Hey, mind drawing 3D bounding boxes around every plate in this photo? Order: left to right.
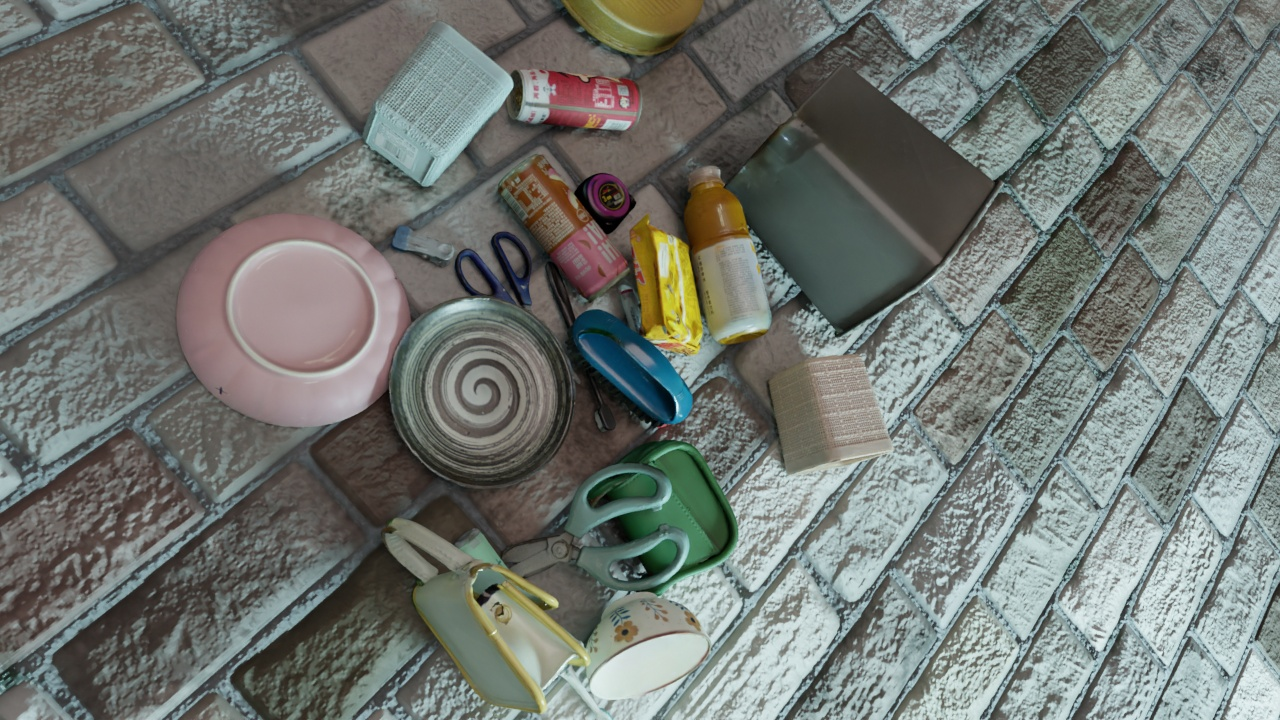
[{"bbox_3d":[-0.288,-0.040,0.782,0.192,0.039,0.192,8,73,-25],"label":"plate"},{"bbox_3d":[-0.143,0.029,0.842,0.179,0.024,0.179,6,76,-28],"label":"plate"}]

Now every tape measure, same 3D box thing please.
[{"bbox_3d":[-0.041,-0.162,0.944,0.058,0.039,0.057,43,61,-16],"label":"tape measure"}]

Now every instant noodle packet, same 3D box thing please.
[{"bbox_3d":[0.025,-0.074,0.928,0.110,0.044,0.128,20,61,-67],"label":"instant noodle packet"}]

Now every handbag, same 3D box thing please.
[{"bbox_3d":[-0.132,0.189,0.727,0.063,0.164,0.179,-40,95,-32],"label":"handbag"},{"bbox_3d":[0.020,0.147,0.878,0.120,0.068,0.131,-28,91,-22],"label":"handbag"}]

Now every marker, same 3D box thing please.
[{"bbox_3d":[0.005,-0.003,0.935,0.017,0.017,0.145,-12,82,-29],"label":"marker"}]

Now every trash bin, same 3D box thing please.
[{"bbox_3d":[0.230,-0.178,1.009,0.220,0.199,0.198,43,59,-2],"label":"trash bin"}]

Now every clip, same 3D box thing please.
[{"bbox_3d":[-0.203,-0.106,0.857,0.057,0.032,0.025,22,65,-16],"label":"clip"}]

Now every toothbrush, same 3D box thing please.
[{"bbox_3d":[-0.089,0.243,0.812,0.026,0.027,0.224,-36,94,4],"label":"toothbrush"},{"bbox_3d":[-0.062,-0.015,0.906,0.015,0.018,0.181,-15,81,-33],"label":"toothbrush"}]

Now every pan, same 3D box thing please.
[{"bbox_3d":[-0.080,-0.487,1.012,0.357,0.078,0.197,41,59,-19],"label":"pan"}]

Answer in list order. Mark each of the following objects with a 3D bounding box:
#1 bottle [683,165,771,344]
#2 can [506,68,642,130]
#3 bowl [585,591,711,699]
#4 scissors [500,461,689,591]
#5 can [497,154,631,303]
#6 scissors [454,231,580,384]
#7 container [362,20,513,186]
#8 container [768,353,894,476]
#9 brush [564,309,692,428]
[{"bbox_3d":[0.088,-0.114,0.978,0.068,0.068,0.189,-8,79,-29],"label":"bottle"},{"bbox_3d":[-0.069,-0.270,0.950,0.132,0.053,0.053,-3,77,-28],"label":"can"},{"bbox_3d":[0.000,0.248,0.821,0.113,0.114,0.062,0,43,-27],"label":"bowl"},{"bbox_3d":[-0.048,0.148,0.827,0.180,0.019,0.143,-6,90,0],"label":"scissors"},{"bbox_3d":[-0.075,-0.130,0.905,0.057,0.058,0.147,-42,97,-30],"label":"can"},{"bbox_3d":[-0.120,-0.042,0.885,0.132,0.012,0.172,-1,77,-29],"label":"scissors"},{"bbox_3d":[-0.193,-0.235,0.858,0.090,0.090,0.111,37,65,-13],"label":"container"},{"bbox_3d":[0.198,0.057,0.977,0.090,0.090,0.111,-6,76,-28],"label":"container"},{"bbox_3d":[-0.005,0.005,0.878,0.144,0.074,0.055,43,62,-9],"label":"brush"}]
